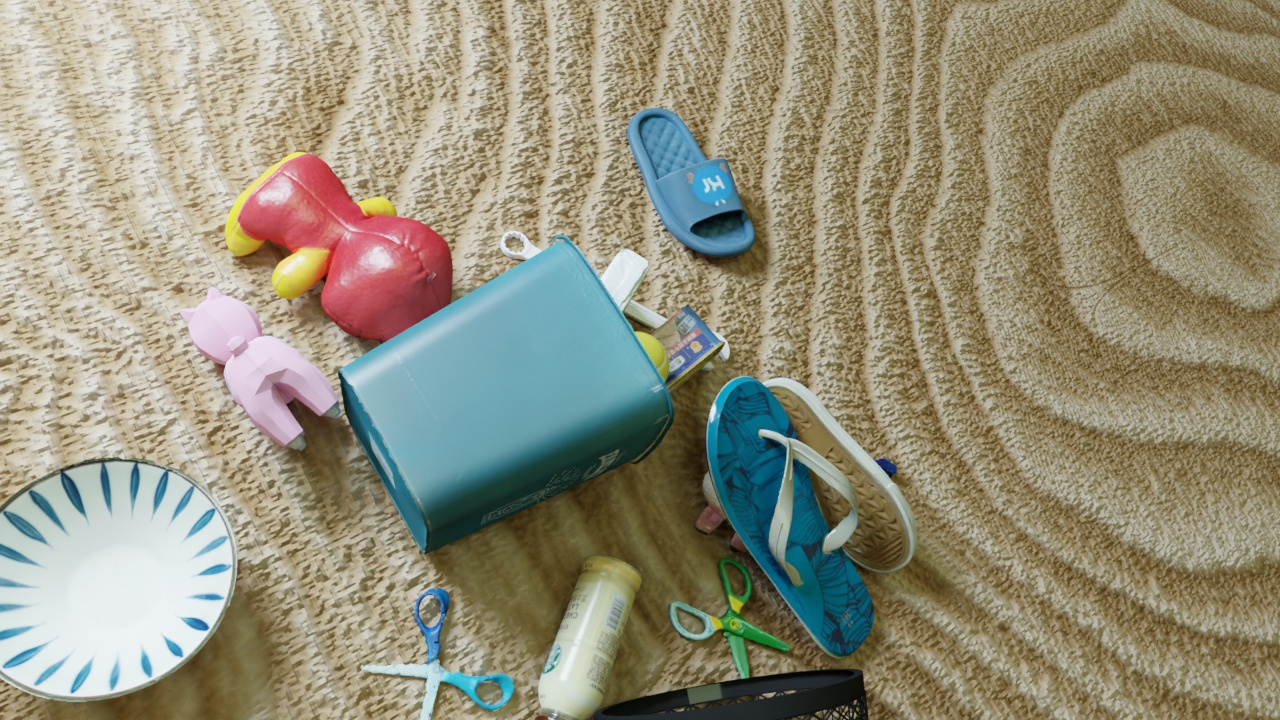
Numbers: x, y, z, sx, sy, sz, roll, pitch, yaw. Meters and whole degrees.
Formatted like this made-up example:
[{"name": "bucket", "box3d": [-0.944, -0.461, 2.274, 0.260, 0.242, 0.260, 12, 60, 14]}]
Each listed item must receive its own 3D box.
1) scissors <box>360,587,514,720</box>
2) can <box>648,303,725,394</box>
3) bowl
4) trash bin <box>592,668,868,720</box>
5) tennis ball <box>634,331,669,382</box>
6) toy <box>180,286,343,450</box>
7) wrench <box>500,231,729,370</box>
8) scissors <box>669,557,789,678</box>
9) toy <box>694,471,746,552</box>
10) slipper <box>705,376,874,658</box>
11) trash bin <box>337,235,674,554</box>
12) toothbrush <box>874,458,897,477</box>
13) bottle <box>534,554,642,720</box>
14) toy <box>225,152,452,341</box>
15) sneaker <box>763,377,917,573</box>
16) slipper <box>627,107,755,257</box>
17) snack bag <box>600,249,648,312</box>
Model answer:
[{"name": "scissors", "box3d": [-0.169, 0.257, 0.773, 0.127, 0.014, 0.133, 5, 69, -13]}, {"name": "can", "box3d": [0.030, -0.006, 0.939, 0.099, 0.054, 0.059, -39, 81, -15]}, {"name": "bowl", "box3d": [-0.400, 0.168, 0.694, 0.177, 0.071, 0.177, 9, 63, -17]}, {"name": "trash bin", "box3d": [0.088, 0.381, 0.704, 0.216, 0.217, 0.243, -3, 73, -22]}, {"name": "tennis ball", "box3d": [-0.005, 0.005, 0.874, 0.065, 0.065, 0.065, 8, 63, -17]}, {"name": "toy", "box3d": [-0.326, 0.004, 0.781, 0.067, 0.123, 0.157, -43, 95, -16]}, {"name": "wrench", "box3d": [-0.026, -0.064, 0.981, 0.273, 0.009, 0.047, 28, 59, -6]}, {"name": "scissors", "box3d": [0.081, 0.250, 0.869, 0.127, 0.011, 0.125, -2, 65, -20]}, {"name": "toy", "box3d": [0.104, 0.134, 0.910, 0.087, 0.050, 0.112, 37, 80, 5]}, {"name": "slipper", "box3d": [0.151, 0.153, 0.867, 0.118, 0.060, 0.295, -33, 100, -29]}, {"name": "trash bin", "box3d": [-0.125, 0.041, 0.798, 0.218, 0.197, 0.199, -28, 77, -22]}, {"name": "toothbrush", "box3d": [0.195, 0.077, 0.991, 0.190, 0.017, 0.016, 29, 59, -5]}, {"name": "bottle", "box3d": [-0.049, 0.252, 0.793, 0.056, 0.057, 0.161, 26, 60, -7]}, {"name": "toy", "box3d": [-0.273, -0.104, 0.862, 0.216, 0.099, 0.147, 34, 66, 3]}, {"name": "sneaker", "box3d": [0.204, 0.108, 0.943, 0.235, 0.088, 0.079, 53, 26, -2]}, {"name": "slipper", "box3d": [0.055, -0.208, 1.053, 0.103, 0.059, 0.213, -24, 74, -26]}, {"name": "snack bag", "box3d": [-0.032, -0.058, 0.908, 0.036, 0.116, 0.077, 33, 75, -3]}]
